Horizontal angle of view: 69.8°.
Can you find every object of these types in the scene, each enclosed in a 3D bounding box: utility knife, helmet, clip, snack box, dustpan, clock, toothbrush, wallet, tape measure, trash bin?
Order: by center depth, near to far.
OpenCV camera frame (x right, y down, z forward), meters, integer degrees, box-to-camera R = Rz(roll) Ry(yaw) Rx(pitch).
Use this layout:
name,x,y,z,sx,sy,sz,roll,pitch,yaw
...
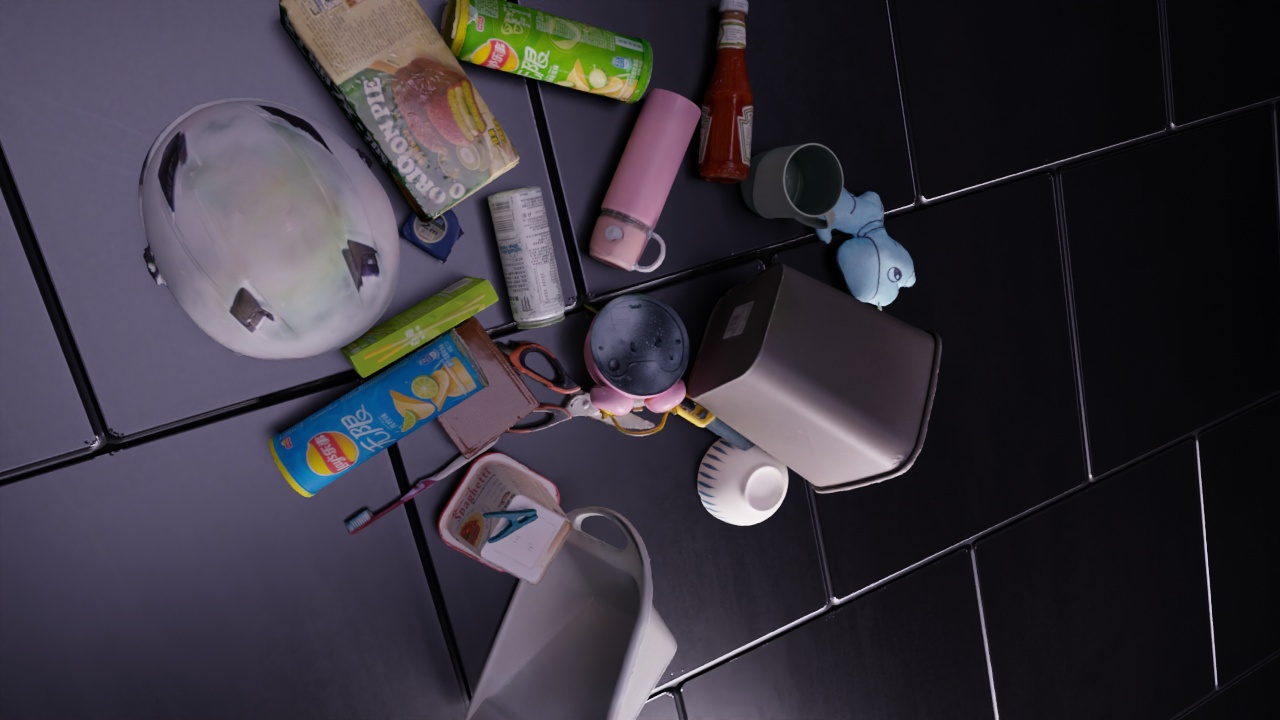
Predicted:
name,x,y,z,sx,sy,sz,roll,pitch,yaw
helmet,-0.335,-0.120,0.840,0.228,0.146,0.259,-27,107,-19
snack box,-0.233,-0.265,0.898,0.114,0.063,0.240,-38,104,-15
clip,-0.128,0.159,0.909,0.055,0.013,0.034,-11,102,-20
snack box,-0.226,-0.037,0.935,0.156,0.086,0.026,-32,109,-18
tape measure,-0.217,-0.137,0.958,0.058,0.025,0.054,33,82,-21
dustpan,-0.082,0.296,0.981,0.257,0.223,0.143,-47,125,-24
wallet,-0.181,0.030,0.985,0.101,0.032,0.124,-38,99,-12
toothbrush,-0.234,0.130,0.995,0.187,0.016,0.017,-33,100,-16
clock,-0.006,0.006,1.036,0.117,0.060,0.158,-5,80,-21
trash bin,0.195,0.015,1.071,0.219,0.200,0.198,29,62,-17
utility knife,0.052,0.048,1.090,0.218,0.015,0.033,33,71,-14

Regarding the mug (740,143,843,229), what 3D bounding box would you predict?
name,x,y,z,sx,sy,sz,roll,pitch,yaw
mug,0.183,-0.200,1.087,0.082,0.106,0.112,-49,113,-12

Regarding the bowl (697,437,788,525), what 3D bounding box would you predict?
name,x,y,z,sx,sy,sz,roll,pitch,yaw
bowl,0.136,0.151,1.138,0.116,0.066,0.116,-4,99,-24

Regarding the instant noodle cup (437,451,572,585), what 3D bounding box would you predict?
name,x,y,z,sx,sy,sz,roll,pitch,yaw
instant noodle cup,-0.139,0.174,0.983,0.116,0.124,0.116,34,82,-24

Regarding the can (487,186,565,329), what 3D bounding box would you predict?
name,x,y,z,sx,sy,sz,roll,pitch,yaw
can,-0.121,-0.111,0.987,0.058,0.058,0.147,-16,104,-22

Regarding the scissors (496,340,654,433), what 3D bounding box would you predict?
name,x,y,z,sx,sy,sz,roll,pitch,yaw
scissors,-0.081,0.038,1.051,0.197,0.015,0.213,-36,110,-16

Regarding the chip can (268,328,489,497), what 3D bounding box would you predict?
name,x,y,z,sx,sy,sz,roll,pitch,yaw
chip can,-0.258,0.052,0.916,0.210,0.071,0.071,-31,109,-4

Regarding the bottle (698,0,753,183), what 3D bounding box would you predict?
name,x,y,z,sx,sy,sz,roll,pitch,yaw
bottle,0.102,-0.312,1.062,0.059,0.060,0.206,1,95,-25

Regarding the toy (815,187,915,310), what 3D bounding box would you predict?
name,x,y,z,sx,sy,sz,roll,pitch,yaw
toy,0.291,-0.139,1.177,0.161,0.050,0.156,4,91,-23

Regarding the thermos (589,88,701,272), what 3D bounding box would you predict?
name,x,y,z,sx,sy,sz,roll,pitch,yaw
thermos,0.011,-0.196,1.025,0.087,0.067,0.198,20,86,10

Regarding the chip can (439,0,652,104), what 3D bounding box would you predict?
name,x,y,z,sx,sy,sz,roll,pitch,yaw
chip can,-0.094,-0.327,0.962,0.221,0.073,0.072,7,94,-25
